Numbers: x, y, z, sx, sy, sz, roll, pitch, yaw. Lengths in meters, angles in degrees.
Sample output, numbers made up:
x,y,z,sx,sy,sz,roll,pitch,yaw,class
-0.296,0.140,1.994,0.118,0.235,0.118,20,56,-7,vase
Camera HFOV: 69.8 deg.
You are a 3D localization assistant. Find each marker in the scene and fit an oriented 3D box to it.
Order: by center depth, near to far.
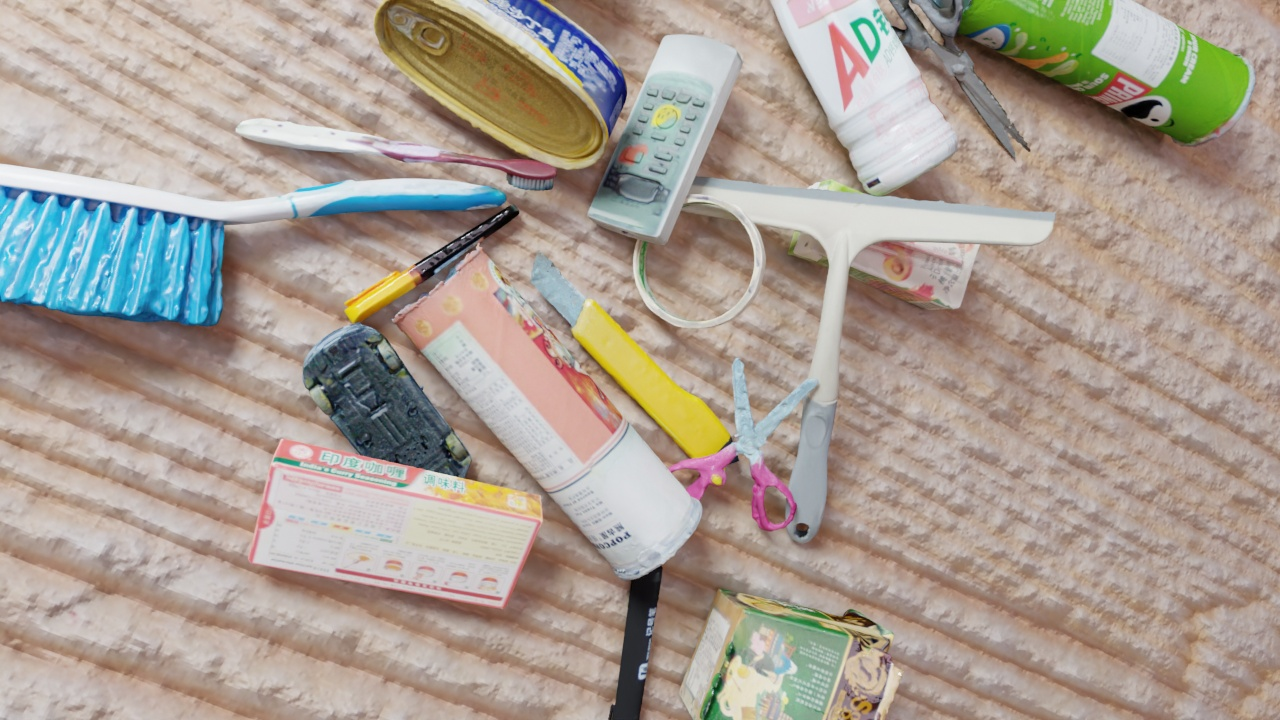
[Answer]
x,y,z,sx,sy,sz,roll,pitch,yaw,class
-0.127,-0.061,0.564,0.123,0.018,0.015,-35,93,-13,marker
-0.005,0.200,0.612,0.022,0.020,0.132,9,91,13,marker

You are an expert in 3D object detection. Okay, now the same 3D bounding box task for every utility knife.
x,y,z,sx,sy,sz,roll,pitch,yaw,class
-0.004,0.004,0.603,0.033,0.015,0.197,-46,106,-9,utility knife

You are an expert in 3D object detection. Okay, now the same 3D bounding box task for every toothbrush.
x,y,z,sx,sy,sz,roll,pitch,yaw,class
-0.144,-0.123,0.549,0.187,0.017,0.016,7,56,-8,toothbrush

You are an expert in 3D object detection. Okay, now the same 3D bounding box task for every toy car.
x,y,z,sx,sy,sz,roll,pitch,yaw,class
-0.152,0.034,0.553,0.054,0.037,0.120,-36,112,-10,toy car

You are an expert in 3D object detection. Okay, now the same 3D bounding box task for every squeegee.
x,y,z,sx,sy,sz,roll,pitch,yaw,class
0.119,0.014,0.601,0.247,0.039,0.247,9,106,12,squeegee

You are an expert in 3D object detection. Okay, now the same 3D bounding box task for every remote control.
x,y,z,sx,sy,sz,roll,pitch,yaw,class
0.016,-0.143,0.586,0.056,0.019,0.135,22,86,26,remote control

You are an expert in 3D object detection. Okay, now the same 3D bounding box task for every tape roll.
x,y,z,sx,sy,sz,roll,pitch,yaw,class
0.037,-0.063,0.590,0.086,0.013,0.086,1,94,19,tape roll

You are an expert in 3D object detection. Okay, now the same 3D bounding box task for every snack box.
x,y,z,sx,sy,sz,roll,pitch,yaw,class
-0.144,0.100,0.545,0.155,0.027,0.077,15,118,-17,snack box
0.090,0.208,0.601,0.105,0.117,0.118,23,83,-4,snack box

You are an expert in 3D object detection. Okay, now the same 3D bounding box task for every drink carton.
x,y,z,sx,sy,sz,roll,pitch,yaw,class
0.169,-0.078,0.635,0.122,0.045,0.053,19,88,-16,drink carton

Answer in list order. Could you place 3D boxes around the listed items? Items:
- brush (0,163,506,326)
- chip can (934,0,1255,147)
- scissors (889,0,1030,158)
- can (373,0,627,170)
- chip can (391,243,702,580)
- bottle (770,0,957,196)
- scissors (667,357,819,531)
x,y,z,sx,sy,sz,roll,pitch,yaw,class
-0.236,-0.070,0.517,0.314,0.061,0.109,7,87,-19,brush
0.324,-0.230,0.658,0.236,0.072,0.072,18,87,-16,chip can
0.226,-0.207,0.634,0.173,0.141,0.014,28,67,8,scissors
-0.078,-0.174,0.538,0.148,0.075,0.049,30,56,-16,can
-0.055,0.034,0.562,0.071,0.071,0.215,-42,102,-10,chip can
0.135,-0.208,0.608,0.068,0.068,0.197,-33,96,-12,bottle
0.075,0.063,0.603,0.124,0.017,0.133,40,109,-12,scissors
